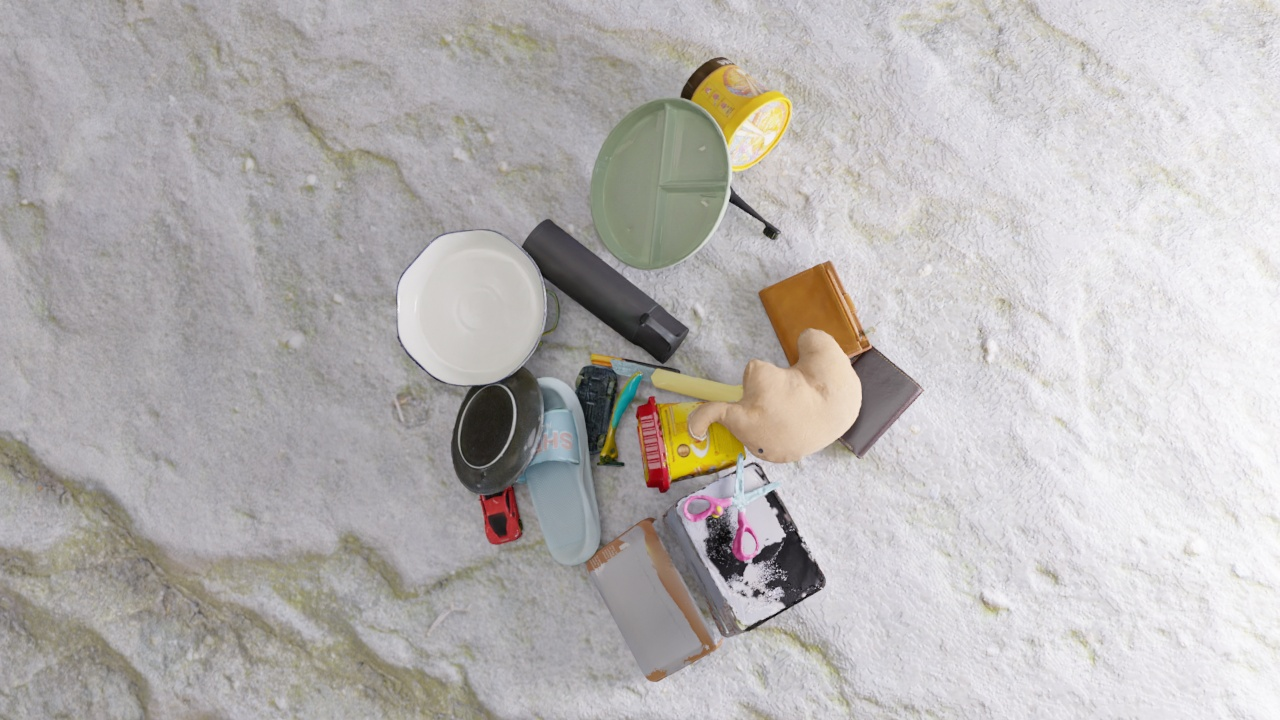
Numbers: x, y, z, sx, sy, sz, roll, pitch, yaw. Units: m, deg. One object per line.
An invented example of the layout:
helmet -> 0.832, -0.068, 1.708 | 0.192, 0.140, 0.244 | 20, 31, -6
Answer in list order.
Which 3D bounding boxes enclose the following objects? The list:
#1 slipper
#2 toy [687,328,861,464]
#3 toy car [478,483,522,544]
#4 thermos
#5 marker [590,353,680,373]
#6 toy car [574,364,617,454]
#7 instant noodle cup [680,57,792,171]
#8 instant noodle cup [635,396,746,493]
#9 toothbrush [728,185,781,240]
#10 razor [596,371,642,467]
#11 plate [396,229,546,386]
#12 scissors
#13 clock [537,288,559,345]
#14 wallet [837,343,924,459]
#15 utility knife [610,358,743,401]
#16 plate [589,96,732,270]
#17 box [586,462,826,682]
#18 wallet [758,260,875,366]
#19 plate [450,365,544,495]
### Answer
slipper -> -0.117, 0.144, 1.183 | 0.104, 0.074, 0.245 | -20, 78, 32
toy -> 0.169, 0.060, 1.113 | 0.225, 0.083, 0.143 | -28, 90, -18
toy car -> -0.190, 0.190, 1.222 | 0.049, 0.031, 0.106 | -14, 75, 5
thermos -> -0.047, -0.094, 1.211 | 0.242, 0.090, 0.068 | 37, 81, 8
marker -> -0.007, 0.007, 1.233 | 0.124, 0.018, 0.015 | 9, 80, 11
toy car -> -0.063, 0.066, 1.223 | 0.054, 0.036, 0.120 | 10, 91, 13
instant noodle cup -> 0.123, -0.335, 1.234 | 0.118, 0.118, 0.114 | -41, 68, 0
instant noodle cup -> 0.063, 0.101, 1.161 | 0.123, 0.116, 0.116 | -8, 77, -4
toothbrush -> 0.109, -0.236, 1.259 | 0.212, 0.026, 0.027 | 42, 122, 13
razor -> -0.024, 0.076, 1.199 | 0.028, 0.043, 0.132 | 21, 96, 41
plate -> -0.218, -0.068, 1.202 | 0.205, 0.045, 0.205 | 0, 89, 10
scissors -> 0.117, 0.175, 1.083 | 0.133, 0.017, 0.131 | -19, 71, -22
clock -> -0.188, -0.066, 1.249 | 0.161, 0.056, 0.116 | -1, 89, 8
wallet -> 0.286, 0.050, 1.175 | 0.122, 0.020, 0.096 | -46, 70, 0
utility knife -> 0.060, 0.030, 1.203 | 0.208, 0.021, 0.031 | 14, 85, -3
plate -> 0.027, -0.233, 1.223 | 0.231, 0.027, 0.230 | -3, 85, 37
box -> 0.073, 0.260, 1.122 | 0.271, 0.132, 0.179 | -31, 76, 7
wallet -> 0.232, -0.056, 1.194 | 0.119, 0.035, 0.130 | -23, 75, 9
plate -> -0.195, 0.087, 1.201 | 0.180, 0.024, 0.179 | -16, 64, 36
